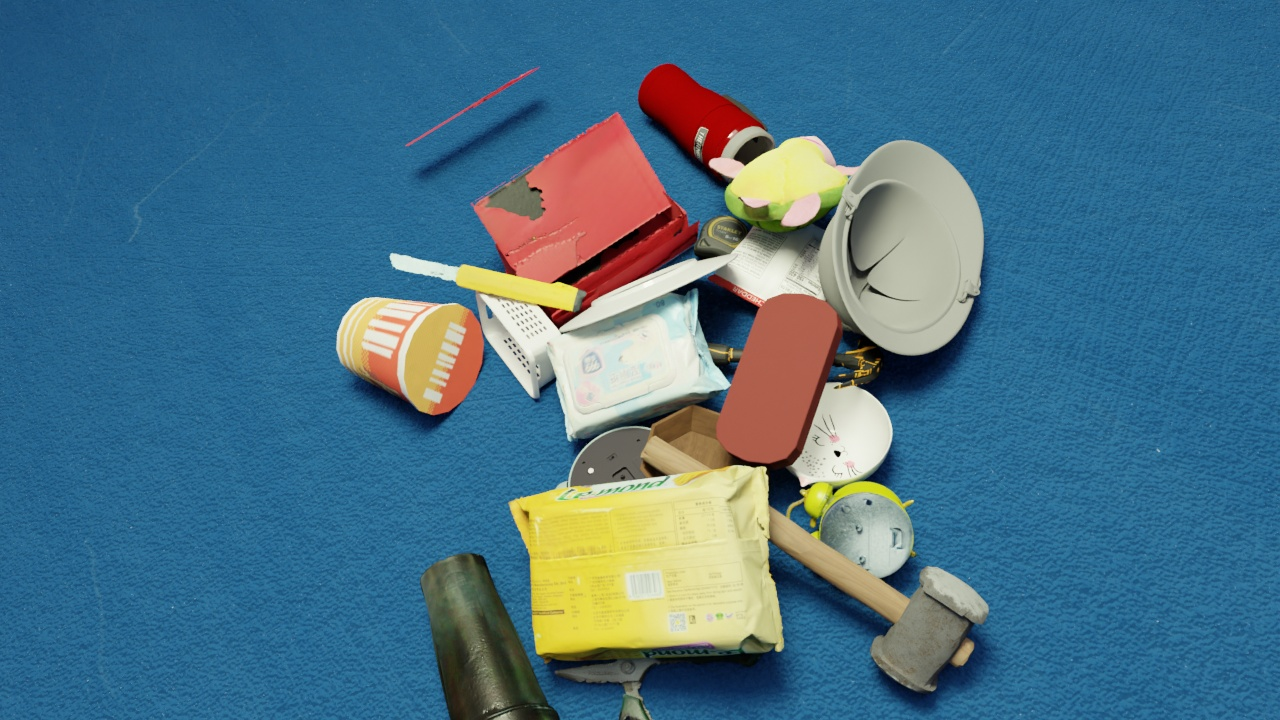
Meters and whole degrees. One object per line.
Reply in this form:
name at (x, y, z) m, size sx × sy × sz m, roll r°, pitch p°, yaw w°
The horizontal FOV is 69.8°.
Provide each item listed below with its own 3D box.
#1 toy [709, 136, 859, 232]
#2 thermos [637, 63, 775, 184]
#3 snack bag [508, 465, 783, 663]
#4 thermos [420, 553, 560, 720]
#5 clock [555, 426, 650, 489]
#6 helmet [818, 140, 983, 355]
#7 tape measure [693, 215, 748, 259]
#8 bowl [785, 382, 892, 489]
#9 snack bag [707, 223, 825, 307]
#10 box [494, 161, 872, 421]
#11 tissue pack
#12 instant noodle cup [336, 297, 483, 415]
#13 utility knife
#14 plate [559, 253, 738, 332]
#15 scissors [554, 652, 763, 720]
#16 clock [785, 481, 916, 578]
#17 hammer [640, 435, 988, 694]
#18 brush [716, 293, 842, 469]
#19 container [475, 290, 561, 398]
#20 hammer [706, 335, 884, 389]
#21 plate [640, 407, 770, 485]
toy at (0.171, -0.200, 1.044) m, size 0.190 × 0.088 × 0.237 m, roll 1°, pitch 27°, yaw 18°
thermos at (0.092, -0.309, 1.186) m, size 0.107 × 0.084 × 0.198 m, roll -23°, pitch 51°, yaw -25°
snack bag at (0.000, 0.183, 0.804) m, size 0.248 × 0.068 × 0.159 m, roll -11°, pitch 81°, yaw 21°
thermos at (-0.137, 0.280, 0.821) m, size 0.098 × 0.098 × 0.220 m, roll -25°, pitch 50°, yaw -6°
clock at (-0.019, 0.136, 0.924) m, size 0.159 × 0.045 × 0.122 m, roll -34°, pitch 56°, yaw -11°
helmet at (0.258, -0.105, 0.992) m, size 0.183 × 0.118 × 0.270 m, roll 34°, pitch 59°, yaw -11°
tape measure at (0.100, -0.142, 1.095) m, size 0.062 × 0.034 × 0.061 m, roll 21°, pitch 66°, yaw 10°
bowl at (0.190, 0.082, 0.912) m, size 0.115 × 0.051 × 0.114 m, roll -6°, pitch 52°, yaw 8°
snack bag at (0.169, -0.112, 1.051) m, size 0.131 × 0.039 × 0.143 m, roll 30°, pitch 60°, yaw 14°
box at (0.011, -0.100, 0.969) m, size 0.214 × 0.171 × 0.479 m, roll -34°, pitch 18°, yaw -11°
tissue pack at (-0.006, 0.006, 0.951) m, size 0.182 × 0.070 × 0.112 m, roll -20°, pitch 73°, yaw 22°
instant noodle cup at (-0.265, -0.014, 1.038) m, size 0.121 × 0.123 × 0.123 m, roll 15°, pitch 60°, yaw 29°
utility knife at (-0.172, -0.090, 1.027) m, size 0.225 × 0.019 × 0.030 m, roll 13°, pitch 75°, yaw -2°
plate at (0.005, -0.079, 0.993) m, size 0.208 × 0.208 × 0.015 m, roll -24°, pitch 97°, yaw -5°
scissors at (0.021, 0.307, 0.817) m, size 0.202 × 0.015 × 0.204 m, roll -8°, pitch 55°, yaw 8°
clock at (0.192, 0.153, 0.841) m, size 0.119 × 0.057 × 0.083 m, roll 0°, pitch 101°, yaw 14°
hammer at (0.140, 0.162, 0.811) m, size 0.328 × 0.052 × 0.098 m, roll 33°, pitch 109°, yaw 16°
brush at (0.137, 0.021, 0.887) m, size 0.082 × 0.042 × 0.173 m, roll 14°, pitch 76°, yaw 29°
container at (-0.133, -0.028, 1.042) m, size 0.049 × 0.081 × 0.129 m, roll -27°, pitch 54°, yaw -21°
hammer at (0.095, -0.004, 0.984) m, size 0.321 × 0.036 × 0.123 m, roll 2°, pitch 22°, yaw 18°
plate at (0.062, 0.106, 0.891) m, size 0.131 × 0.025 × 0.131 m, roll 8°, pitch 54°, yaw -11°
